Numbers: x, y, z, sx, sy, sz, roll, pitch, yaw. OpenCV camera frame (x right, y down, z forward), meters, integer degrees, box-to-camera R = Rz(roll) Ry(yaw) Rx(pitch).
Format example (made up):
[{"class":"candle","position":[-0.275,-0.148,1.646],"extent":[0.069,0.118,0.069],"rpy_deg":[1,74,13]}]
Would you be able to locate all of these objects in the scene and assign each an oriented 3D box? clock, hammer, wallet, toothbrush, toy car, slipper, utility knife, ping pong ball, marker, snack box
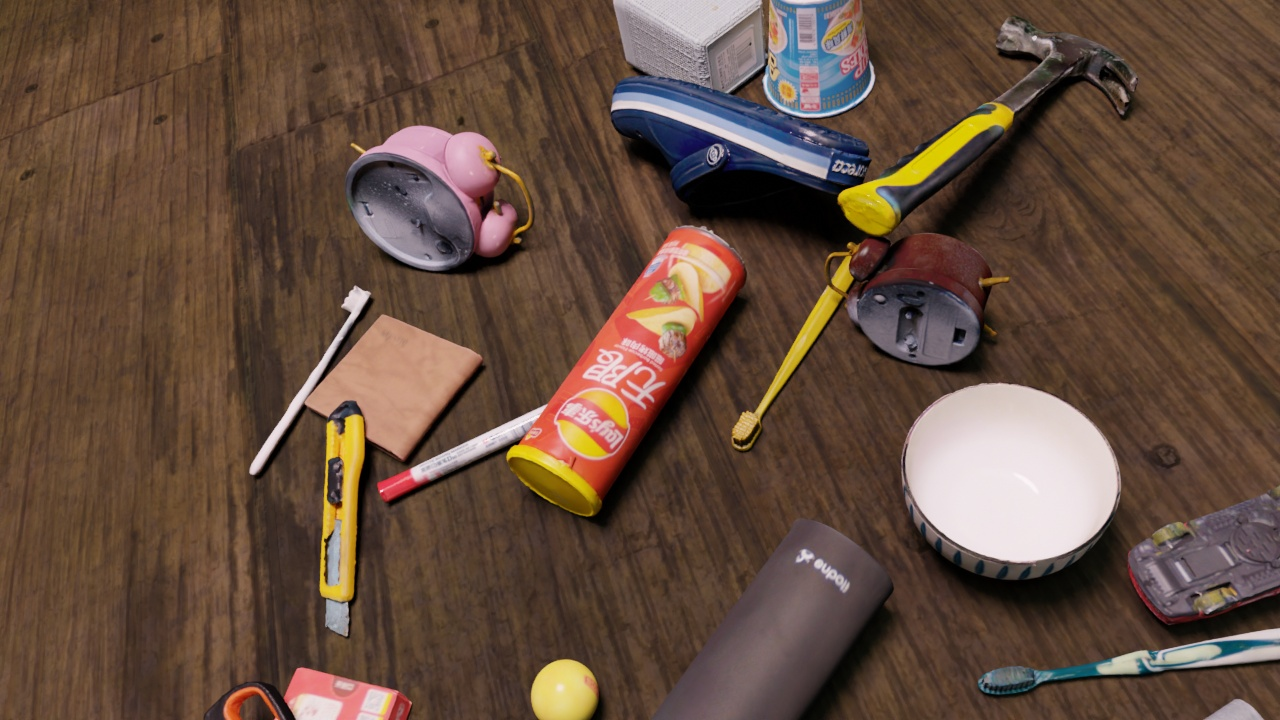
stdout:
[{"class":"clock","position":[0.183,-0.045,0.628],"extent":[0.122,0.082,0.055],"rpy_deg":[17,57,23]},{"class":"hammer","position":[0.259,-0.176,0.682],"extent":[0.126,0.032,0.322],"rpy_deg":[33,53,29]},{"class":"wallet","position":[0.274,0.241,0.437],"extent":[0.129,0.037,0.106],"rpy_deg":[-28,54,-5]},{"class":"toothbrush","position":[-0.267,0.013,0.740],"extent":[0.016,0.016,0.179],"rpy_deg":[29,62,-12]},{"class":"wallet","position":[-0.195,0.018,0.719],"extent":[0.115,0.020,0.101],"rpy_deg":[21,63,28]},{"class":"toothbrush","position":[0.282,0.162,0.500],"extent":[0.192,0.018,0.016],"rpy_deg":[-11,55,7]},{"class":"toothbrush","position":[0.116,-0.013,0.662],"extent":[0.016,0.017,0.189],"rpy_deg":[24,65,26]},{"class":"toy car","position":[0.333,0.107,0.508],"extent":[0.120,0.045,0.052],"rpy_deg":[-21,56,5]},{"class":"clock","position":[-0.161,-0.135,0.757],"extent":[0.159,0.117,0.059],"rpy_deg":[8,47,21]},{"class":"slipper","position":[0.073,-0.164,0.735],"extent":[0.253,0.105,0.095],"rpy_deg":[31,109,44]},{"class":"utility knife","position":[-0.213,0.108,0.652],"extent":[0.033,0.015,0.176],"rpy_deg":[-18,61,19]},{"class":"ping pong ball","position":[-0.045,0.198,0.543],"extent":[0.040,0.040,0.040],"rpy_deg":[-7,55,9]},{"class":"marker","position":[-0.122,0.066,0.669],"extent":[0.145,0.017,0.017],"rpy_deg":[-25,54,-4]},{"class":"snack box","position":[-0.200,0.267,0.545],"extent":[0.075,0.025,0.152],"rpy_deg":[5,58,19]}]

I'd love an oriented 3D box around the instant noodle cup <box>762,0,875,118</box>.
[{"class":"instant noodle cup","position":[0.149,-0.280,0.779],"extent":[0.099,0.110,0.099],"rpy_deg":[-7,56,10]}]

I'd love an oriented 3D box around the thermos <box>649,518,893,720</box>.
[{"class":"thermos","position":[0.054,0.208,0.502],"extent":[0.090,0.068,0.242],"rpy_deg":[35,71,14]}]

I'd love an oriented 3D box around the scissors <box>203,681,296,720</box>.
[{"class":"scissors","position":[-0.197,0.287,0.505],"extent":[0.139,0.022,0.235],"rpy_deg":[-32,58,1]}]

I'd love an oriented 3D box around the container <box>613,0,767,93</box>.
[{"class":"container","position":[0.049,-0.299,0.832],"extent":[0.089,0.090,0.111],"rpy_deg":[-39,59,-13]}]

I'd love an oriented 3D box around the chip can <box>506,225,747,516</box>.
[{"class":"chip can","position":[-0.004,0.004,0.648],"extent":[0.073,0.073,0.216],"rpy_deg":[23,64,27]}]

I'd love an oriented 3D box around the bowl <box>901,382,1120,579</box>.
[{"class":"bowl","position":[0.214,0.078,0.544],"extent":[0.116,0.066,0.116],"rpy_deg":[-6,55,9]}]
